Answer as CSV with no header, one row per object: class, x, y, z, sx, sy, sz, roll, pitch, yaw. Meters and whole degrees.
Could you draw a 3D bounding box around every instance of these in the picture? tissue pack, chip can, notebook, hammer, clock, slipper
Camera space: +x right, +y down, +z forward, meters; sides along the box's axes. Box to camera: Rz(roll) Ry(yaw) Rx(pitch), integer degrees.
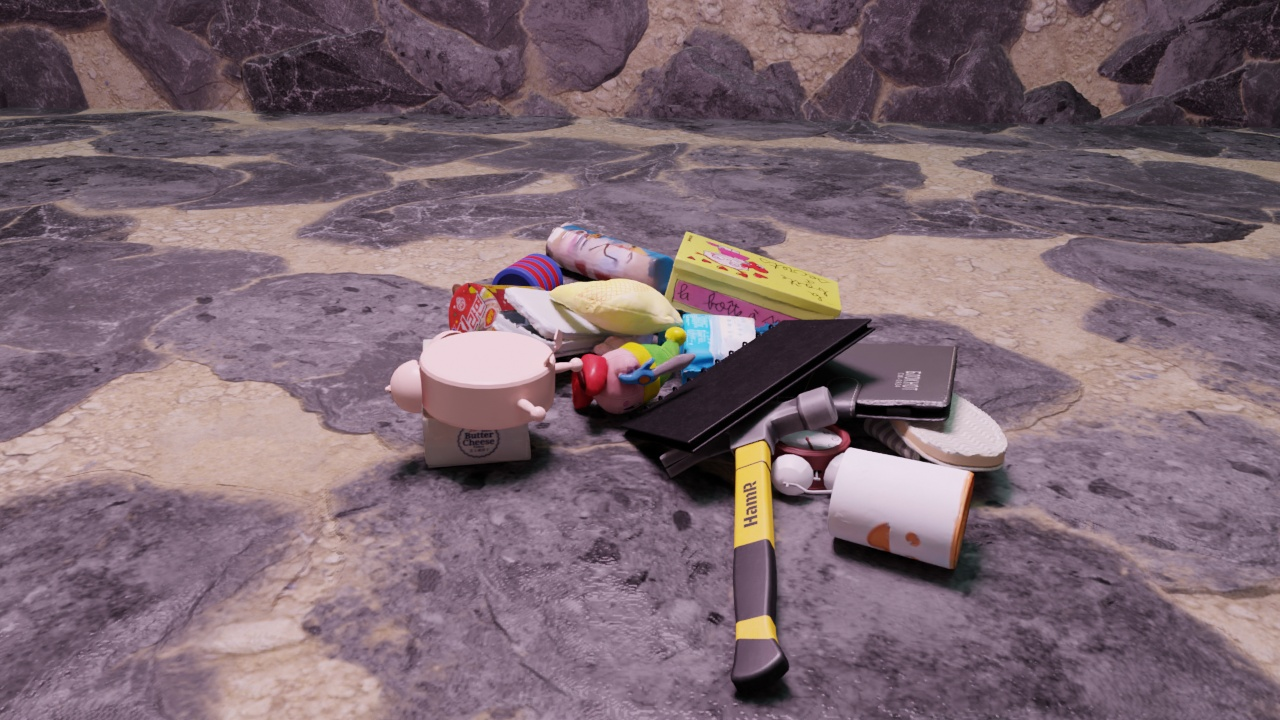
tissue pack,0.094,-0.009,1.102,0.093,0.062,0.144,3,27,0
chip can,-0.049,-0.152,1.405,0.079,0.080,0.230,-20,31,-39
notebook,0.103,0.019,0.941,0.231,0.019,0.169,-32,14,-19
notebook,0.219,0.018,0.964,0.209,0.029,0.169,-1,22,23
hammer,0.090,0.138,0.764,0.170,0.034,0.323,-20,27,17
clock,-0.152,0.007,0.898,0.161,0.086,0.130,2,23,15
clock,0.164,0.095,0.892,0.087,0.044,0.124,-1,23,-5
slipper,0.293,0.058,0.970,0.114,0.054,0.272,1,19,-5

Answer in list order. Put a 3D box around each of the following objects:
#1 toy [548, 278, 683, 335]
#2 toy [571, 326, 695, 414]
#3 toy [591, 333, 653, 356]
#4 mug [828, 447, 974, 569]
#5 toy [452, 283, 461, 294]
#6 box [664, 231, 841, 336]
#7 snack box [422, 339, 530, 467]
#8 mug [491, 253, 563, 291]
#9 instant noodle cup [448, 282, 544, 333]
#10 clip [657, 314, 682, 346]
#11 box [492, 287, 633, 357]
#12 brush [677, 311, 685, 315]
toy,-0.021,-0.067,1.110,0.155,0.064,0.170,15,9,24
toy,-0.006,0.006,1.000,0.131,0.096,0.124,-2,-19,-12
toy,-0.010,-0.008,1.116,0.109,0.047,0.063,-17,40,-42
mug,0.222,0.124,0.782,0.105,0.082,0.082,11,26,24
toy,-0.228,-0.075,1.266,0.055,0.042,0.101,-24,35,-1
box,0.148,-0.089,1.207,0.221,0.079,0.124,17,26,5
snack box,-0.181,0.038,0.992,0.104,0.057,0.207,-4,25,-11
mug,-0.174,-0.100,1.299,0.112,0.075,0.076,-17,15,28
instant noodle cup,-0.168,-0.056,1.168,0.100,0.100,0.112,20,23,36
clip,0.035,-0.056,1.224,0.120,0.033,0.118,-24,45,-35
box,-0.090,-0.042,1.133,0.118,0.063,0.213,39,17,20
brush,0.065,-0.068,1.288,0.048,0.017,0.126,4,24,7
